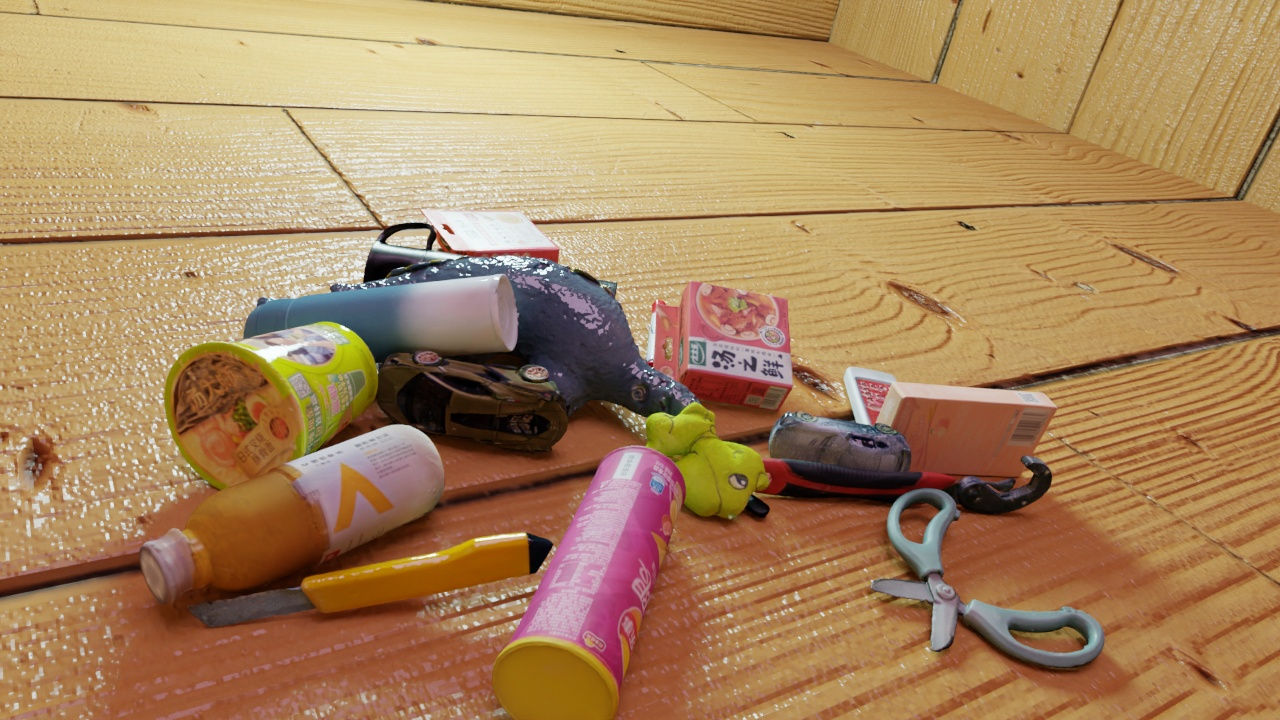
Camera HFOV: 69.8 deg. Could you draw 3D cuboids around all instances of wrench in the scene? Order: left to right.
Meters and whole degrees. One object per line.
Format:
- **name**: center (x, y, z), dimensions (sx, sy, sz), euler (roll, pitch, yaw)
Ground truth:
- **wrench**: center (0.216, 0.103, 0.770), dimensions (0.273, 0.056, 0.016), euler (2, 27, -9)

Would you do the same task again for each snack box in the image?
- **snack box**: center (-0.173, -0.129, 1.040), dimensions (0.127, 0.044, 0.113), euler (-5, 33, -31)
- **snack box**: center (0.079, -0.016, 0.891), dimensions (0.127, 0.044, 0.113), euler (9, 53, -8)
- **snack box**: center (0.287, 0.064, 0.826), dimensions (0.157, 0.085, 0.026), euler (5, 33, -14)

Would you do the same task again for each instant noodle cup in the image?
- **instant noodle cup**: center (-0.257, 0.024, 0.672), dimensions (0.112, 0.112, 0.123), euler (19, 21, 11)

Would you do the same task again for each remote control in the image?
- **remote control**: center (0.237, 0.046, 0.907), dimensions (0.056, 0.020, 0.135), euler (10, 28, -2)

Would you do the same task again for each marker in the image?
- **marker**: center (0.017, -0.027, 0.957), dimensions (0.017, 0.017, 0.145), euler (11, 28, -2)
- **marker**: center (0.056, 0.093, 0.755), dimensions (0.124, 0.015, 0.018), euler (32, 38, 32)

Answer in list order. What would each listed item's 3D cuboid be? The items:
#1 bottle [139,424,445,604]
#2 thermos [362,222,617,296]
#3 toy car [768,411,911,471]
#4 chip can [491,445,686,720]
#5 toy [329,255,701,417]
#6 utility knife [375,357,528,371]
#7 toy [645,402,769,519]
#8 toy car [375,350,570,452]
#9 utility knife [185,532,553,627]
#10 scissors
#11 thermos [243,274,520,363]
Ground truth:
- **bottle**: center (-0.214, 0.097, 0.584), dimensions (0.068, 0.068, 0.189), euler (31, 33, 30)
- **thermos**: center (-0.145, -0.077, 0.911), dimensions (0.242, 0.090, 0.068), euler (12, -4, -3)
- **toy car**: center (0.170, 0.079, 0.786), dimensions (0.120, 0.054, 0.036), euler (11, 27, -2)
- **chip can**: center (-0.023, 0.136, 0.587), dimensions (0.071, 0.071, 0.210), euler (16, 28, 7)
- **toy**: center (-0.093, -0.028, 0.817), dimensions (0.356, 0.092, 0.137), euler (22, 50, 9)
- **utility knife**: center (-0.183, 0.003, 0.820), dimensions (0.204, 0.021, 0.031), euler (7, 26, -24)
- **toy**: center (0.048, 0.082, 0.728), dimensions (0.096, 0.031, 0.100), euler (-14, 68, -6)
- **toy car**: center (-0.135, 0.035, 0.731), dimensions (0.158, 0.070, 0.042), euler (9, 31, -1)
- **utility knife**: center (-0.159, 0.133, 0.562), dimensions (0.215, 0.033, 0.015), euler (-7, 23, -18)
- **scissors**: center (0.256, 0.161, 0.696), dimensions (0.171, 0.019, 0.169), euler (10, 36, 1)
- **thermos**: center (-0.213, -0.027, 0.755), dimensions (0.220, 0.070, 0.070), euler (-6, 28, 7)
